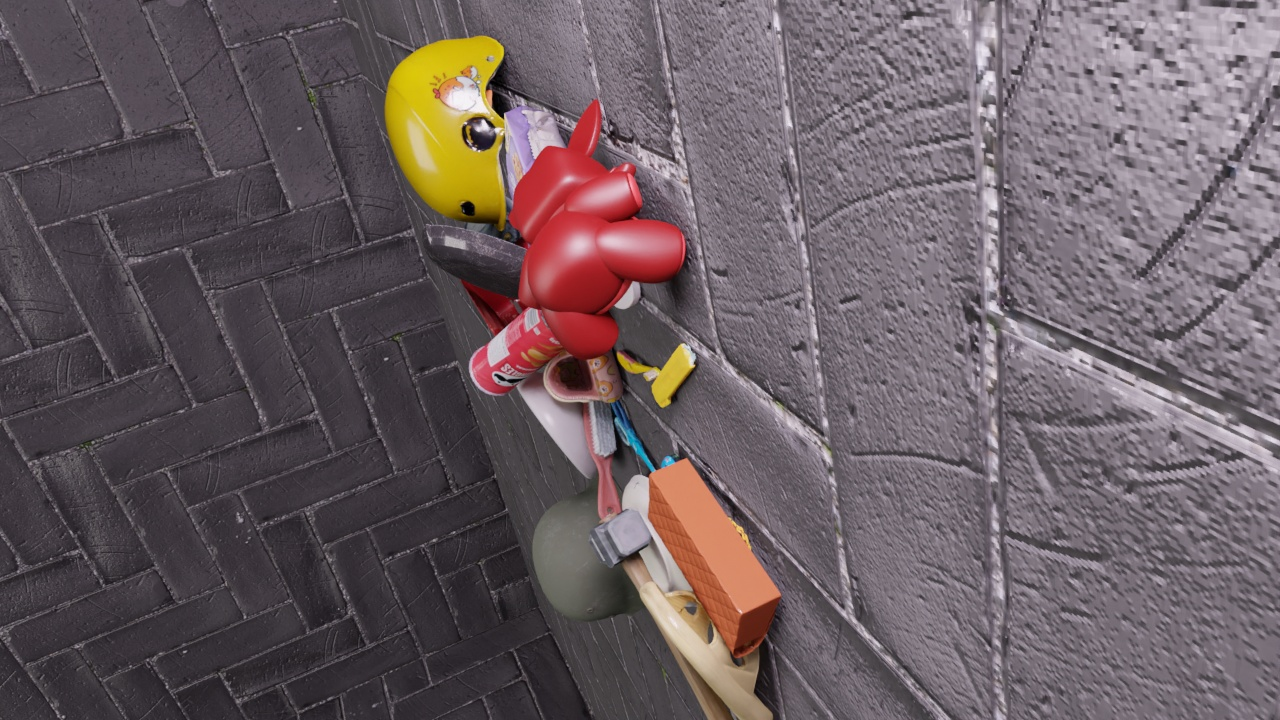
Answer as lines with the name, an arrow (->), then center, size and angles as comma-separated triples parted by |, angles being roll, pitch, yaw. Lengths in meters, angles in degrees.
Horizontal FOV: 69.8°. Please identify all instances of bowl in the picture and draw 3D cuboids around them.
bowl -> -0.099, 0.080, 1.303 | 0.176, 0.066, 0.176 | 52, 177, 4

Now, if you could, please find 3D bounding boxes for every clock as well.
clock -> -0.204, -0.181, 1.282 | 0.052, 0.090, 0.129 | 33, -145, -36

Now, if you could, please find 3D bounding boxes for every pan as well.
pan -> -0.137, -0.111, 1.095 | 0.358, 0.207, 0.040 | 7, 76, 55

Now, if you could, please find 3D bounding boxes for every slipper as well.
slipper -> -0.087, 0.012, 1.189 | 0.197, 0.081, 0.093 | 17, 126, 68
slipper -> 0.093, 0.313, 0.988 | 0.261, 0.079, 0.111 | 57, 172, -36

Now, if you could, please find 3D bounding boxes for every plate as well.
plate -> 0.021, 0.234, 1.159 | 0.182, 0.034, 0.183 | 50, 154, 35

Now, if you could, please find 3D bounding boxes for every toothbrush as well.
toothbrush -> -0.006, 0.006, 1.021 | 0.021, 0.016, 0.135 | 69, 165, -16

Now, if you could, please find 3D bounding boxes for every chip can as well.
chip can -> -0.141, -0.022, 1.150 | 0.234, 0.073, 0.073 | -32, 79, 55

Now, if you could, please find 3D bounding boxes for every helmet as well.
helmet -> -0.246, -0.281, 1.148 | 0.209, 0.139, 0.240 | -178, 84, -74
helmet -> -0.089, 0.317, 1.454 | 0.268, 0.153, 0.227 | 84, 159, -44

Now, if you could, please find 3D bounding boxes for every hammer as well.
hammer -> 0.039, 0.331, 1.110 | 0.322, 0.051, 0.117 | 60, 158, 8

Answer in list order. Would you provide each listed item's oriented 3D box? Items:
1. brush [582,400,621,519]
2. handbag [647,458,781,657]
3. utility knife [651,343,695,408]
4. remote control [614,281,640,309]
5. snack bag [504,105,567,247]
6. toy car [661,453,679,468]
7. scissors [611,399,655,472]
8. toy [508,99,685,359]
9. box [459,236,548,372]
brush -> -0.047, 0.128, 1.216 | 0.030, 0.041, 0.172 | 137, 127, -63
handbag -> 0.072, 0.197, 0.919 | 0.172, 0.060, 0.109 | 55, 154, 35
utility knife -> 0.032, 0.017, 0.907 | 0.030, 0.017, 0.156 | 61, 164, 11
remote control -> -0.034, -0.118, 0.930 | 0.043, 0.013, 0.136 | -10, 102, 48
snack bag -> -0.114, -0.199, 1.046 | 0.206, 0.058, 0.096 | 107, 144, -72
toy car -> 0.039, 0.150, 1.028 | 0.048, 0.032, 0.105 | 55, 161, 40
scissors -> -0.007, 0.099, 1.158 | 0.140, 0.015, 0.083 | -126, 21, -50
toy -> -0.053, -0.117, 0.825 | 0.159, 0.120, 0.197 | -49, 44, 31
box -> -0.164, -0.083, 1.329 | 0.157, 0.122, 0.136 | 53, 176, 38
